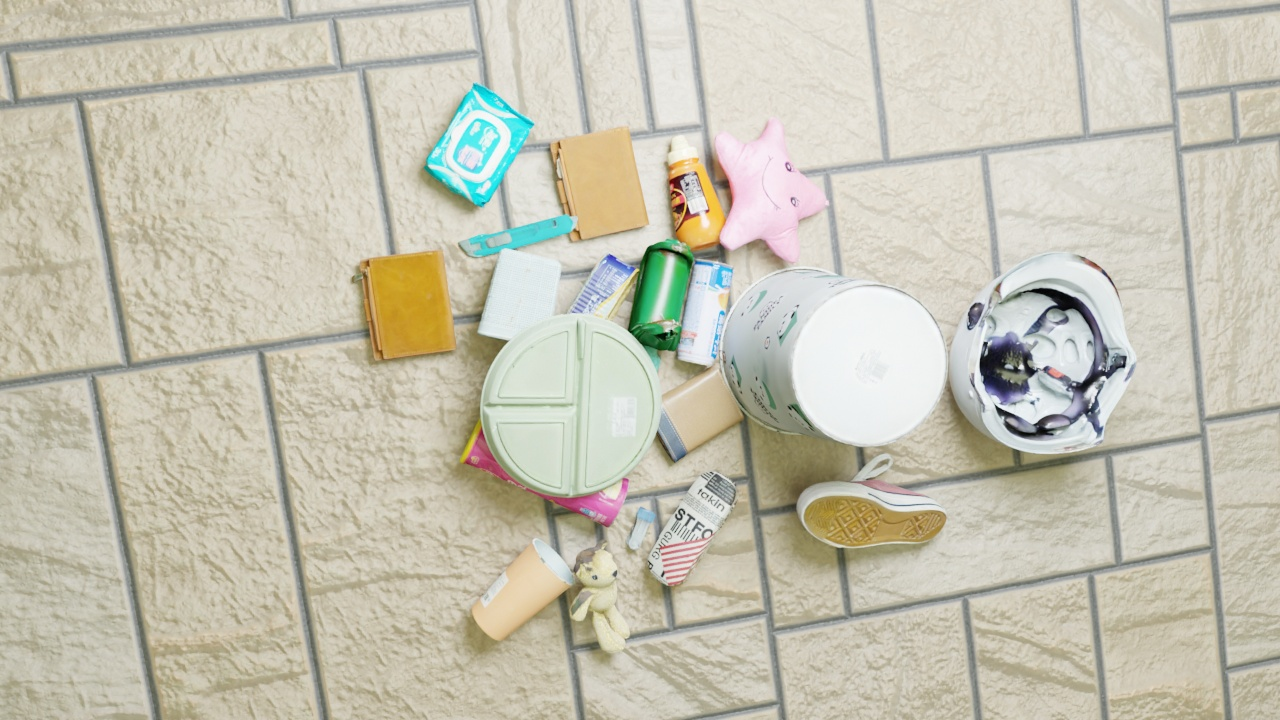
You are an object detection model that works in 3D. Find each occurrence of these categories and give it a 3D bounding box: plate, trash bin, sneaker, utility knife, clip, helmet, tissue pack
[{"bbox_3d":[-0.080,0.058,1.123,0.230,0.027,0.230,-2,98,-16],"label":"plate"},{"bbox_3d":[0.234,-0.004,1.127,0.229,0.252,0.229,-1,94,-7],"label":"trash bin"},{"bbox_3d":[0.300,0.192,1.234,0.240,0.088,0.118,9,116,-28],"label":"sneaker"},{"bbox_3d":[-0.156,-0.160,1.175,0.158,0.013,0.029,-14,101,4],"label":"utility knife"},{"bbox_3d":[-0.001,0.226,1.231,0.026,0.038,0.058,23,89,-10],"label":"clip"},{"bbox_3d":[0.512,-0.006,1.218,0.229,0.146,0.258,13,84,-10],"label":"helmet"},{"bbox_3d":[-0.202,-0.270,1.154,0.093,0.050,0.133,31,89,-8],"label":"tissue pack"}]

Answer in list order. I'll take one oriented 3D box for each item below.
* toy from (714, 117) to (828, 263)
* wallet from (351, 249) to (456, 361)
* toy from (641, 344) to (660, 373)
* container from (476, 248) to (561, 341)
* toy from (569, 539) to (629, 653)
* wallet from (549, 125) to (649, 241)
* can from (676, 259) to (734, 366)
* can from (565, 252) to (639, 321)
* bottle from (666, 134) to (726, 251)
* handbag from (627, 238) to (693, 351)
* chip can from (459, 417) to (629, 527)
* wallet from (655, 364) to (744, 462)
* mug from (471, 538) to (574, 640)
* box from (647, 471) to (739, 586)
[{"bbox_3d":[0.172,-0.225,1.193,0.178,0.075,0.194,3,81,-29],"label":"toy"},{"bbox_3d":[-0.301,-0.069,1.162,0.119,0.035,0.130,-8,93,-7],"label":"wallet"},{"bbox_3d":[-0.007,0.007,1.201,0.091,0.030,0.096,-26,109,-25],"label":"toy"},{"bbox_3d":[-0.149,-0.077,1.156,0.090,0.090,0.111,13,89,-9],"label":"container"},{"bbox_3d":[-0.047,0.310,1.191,0.104,0.066,0.157,-42,128,-45],"label":"toy"},{"bbox_3d":[-0.053,-0.227,1.185,0.108,0.031,0.132,-14,99,-5],"label":"wallet"},{"bbox_3d":[0.084,-0.062,1.203,0.053,0.053,0.134,11,92,-8],"label":"can"},{"bbox_3d":[-0.059,-0.064,1.173,0.049,0.074,0.148,31,90,3],"label":"can"},{"bbox_3d":[0.066,-0.220,1.190,0.066,0.067,0.149,-15,88,-6],"label":"bottle"},{"bbox_3d":[0.031,-0.081,1.160,0.068,0.120,0.131,13,82,-8],"label":"handbag"},{"bbox_3d":[-0.122,0.141,1.181,0.210,0.071,0.071,26,90,-8],"label":"chip can"},{"bbox_3d":[0.070,0.070,1.223,0.115,0.033,0.090,-31,100,-5],"label":"wallet"},{"bbox_3d":[-0.156,0.300,1.188,0.123,0.078,0.078,-43,98,1],"label":"mug"},{"bbox_3d":[0.072,0.224,1.230,0.075,0.082,0.163,30,91,26],"label":"box"}]
